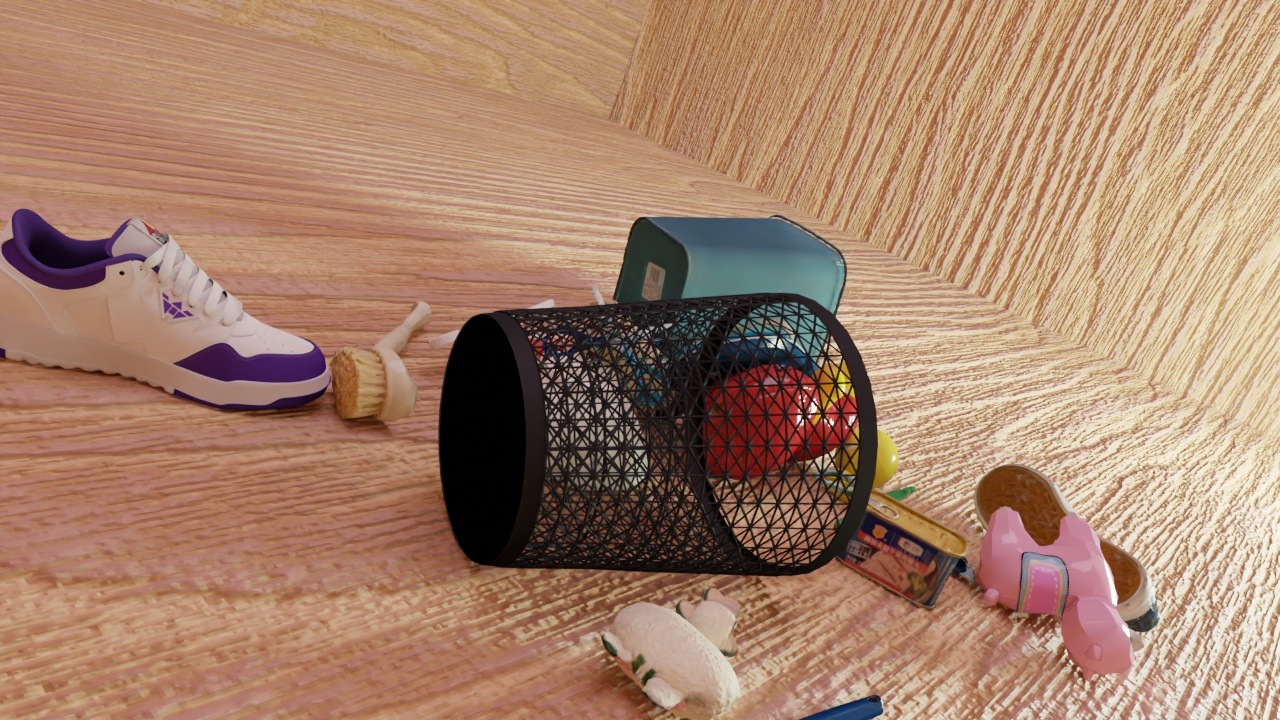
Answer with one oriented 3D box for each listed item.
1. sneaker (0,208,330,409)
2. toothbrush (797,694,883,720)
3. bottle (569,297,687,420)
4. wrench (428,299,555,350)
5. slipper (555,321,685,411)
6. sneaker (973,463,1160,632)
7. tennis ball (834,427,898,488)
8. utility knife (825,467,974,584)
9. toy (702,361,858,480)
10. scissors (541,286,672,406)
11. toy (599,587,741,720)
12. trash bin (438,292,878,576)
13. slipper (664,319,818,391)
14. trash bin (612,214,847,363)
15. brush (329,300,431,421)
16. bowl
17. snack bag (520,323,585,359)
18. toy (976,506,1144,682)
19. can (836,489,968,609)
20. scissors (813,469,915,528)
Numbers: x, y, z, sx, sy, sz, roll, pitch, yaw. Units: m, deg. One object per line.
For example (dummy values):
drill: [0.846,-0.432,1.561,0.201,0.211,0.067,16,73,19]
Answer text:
sneaker: [-0.345,-0.043,0.670,0.244,0.111,0.091,14,20,-21]
toothbrush: [0.087,0.222,0.549,0.189,0.017,0.016,4,26,-41]
bottle: [-0.005,0.005,0.892,0.056,0.056,0.162,41,-5,44]
wrench: [-0.149,-0.039,0.955,0.047,0.009,0.273,-20,4,17]
slipper: [0.006,0.002,1.006,0.214,0.059,0.103,23,17,-1]
sneaker: [0.428,0.193,0.933,0.079,0.087,0.235,47,5,-27]
tennis ball: [0.237,0.102,0.961,0.065,0.065,0.065,19,19,-7]
utility knife: [0.252,0.160,0.892,0.028,0.020,0.174,-24,46,-36]
toy: [0.133,0.057,0.899,0.215,0.148,0.098,-2,57,-53]
scissors: [-0.023,-0.014,0.798,0.132,0.014,0.127,-10,65,-24]
toy: [0.021,0.177,0.551,0.087,0.050,0.112,31,18,26]
trash bin: [0.000,0.053,0.651,0.242,0.217,0.217,2,26,-30]
slipper: [0.112,-0.005,0.941,0.294,0.118,0.060,16,56,-63]
trash bin: [0.101,-0.084,1.162,0.218,0.197,0.199,2,25,-30]
brush: [-0.220,-0.012,0.820,0.077,0.062,0.272,23,14,-11]
bowl: [-0.063,0.038,0.811,0.177,0.071,0.177,18,19,-7]
snack bag: [-0.091,-0.008,0.927,0.116,0.036,0.076,12,15,18]
toy: [0.365,0.204,0.810,0.123,0.067,0.157,2,37,12]
can: [0.223,0.162,0.795,0.100,0.059,0.053,29,20,20]
scissors: [0.222,0.137,0.891,0.125,0.011,0.127,-14,42,-36]
